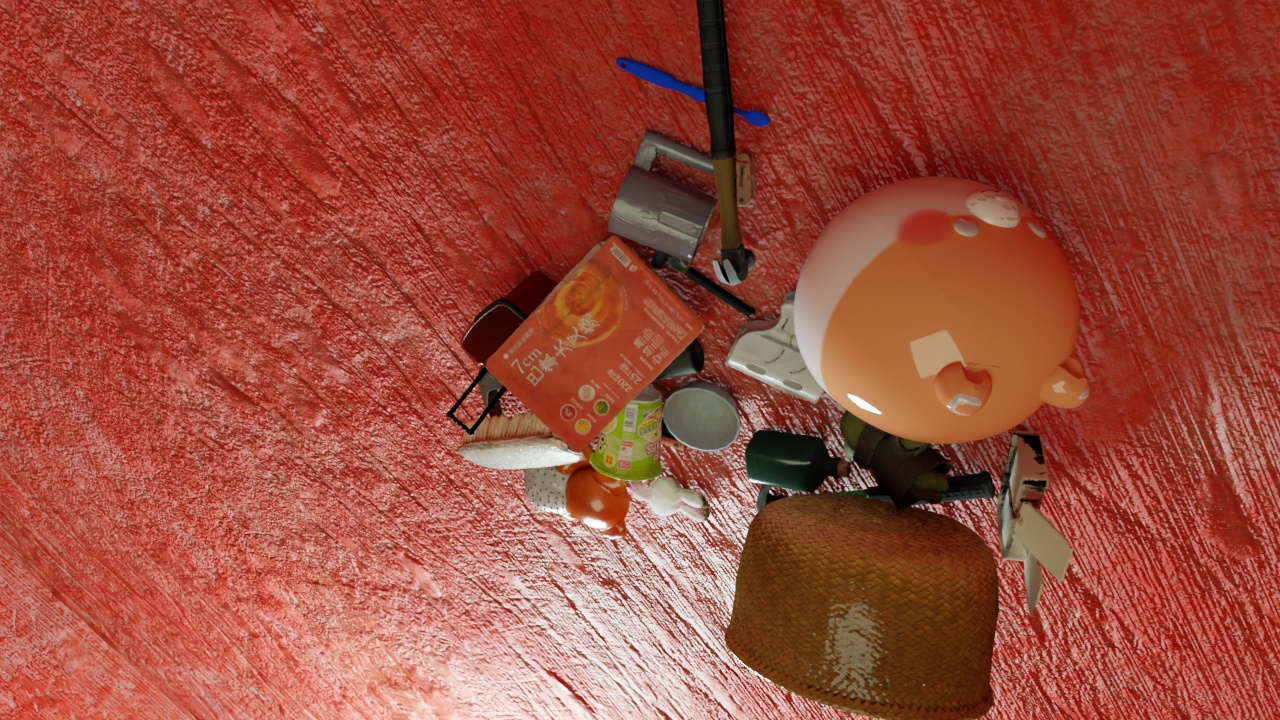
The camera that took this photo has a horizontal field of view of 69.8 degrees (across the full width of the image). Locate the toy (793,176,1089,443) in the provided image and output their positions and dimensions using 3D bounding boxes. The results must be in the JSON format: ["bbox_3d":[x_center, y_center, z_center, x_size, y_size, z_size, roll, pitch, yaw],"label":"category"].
[{"bbox_3d":[0.295,-0.046,0.903,0.262,0.280,0.266,-2,128,-21],"label":"toy"}]

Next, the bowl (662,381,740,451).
[{"bbox_3d":[0.086,0.069,1.231,0.106,0.039,0.106,11,128,15],"label":"bowl"}]

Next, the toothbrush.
[{"bbox_3d":[0.056,-0.293,0.996,0.182,0.018,0.016,25,130,8],"label":"toothbrush"}]

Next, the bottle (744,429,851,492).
[{"bbox_3d":[0.209,0.134,1.204,0.131,0.061,0.061,6,124,28],"label":"bottle"}]

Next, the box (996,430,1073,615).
[{"bbox_3d":[0.458,0.191,1.076,0.050,0.183,0.144,3,130,12],"label":"box"}]

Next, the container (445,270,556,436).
[{"bbox_3d":[-0.155,-0.006,1.171,0.148,0.200,0.127,43,129,-11],"label":"container"}]

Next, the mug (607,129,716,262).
[{"bbox_3d":[0.033,-0.186,1.050,0.104,0.083,0.124,23,103,4],"label":"mug"}]

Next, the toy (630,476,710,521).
[{"bbox_3d":[0.044,0.201,1.349,0.123,0.037,0.079,15,141,12],"label":"toy"}]

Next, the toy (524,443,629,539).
[{"bbox_3d":[-0.089,0.189,1.368,0.173,0.092,0.164,16,127,27],"label":"toy"}]

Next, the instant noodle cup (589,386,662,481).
[{"bbox_3d":[-0.012,0.092,1.224,0.099,0.098,0.108,13,108,14],"label":"instant noodle cup"}]

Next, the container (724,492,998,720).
[{"bbox_3d":[0.270,0.277,1.094,0.307,0.306,0.196,9,96,16],"label":"container"}]

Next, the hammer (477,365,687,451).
[{"bbox_3d":[-0.084,0.075,1.310,0.314,0.034,0.138,18,129,9],"label":"hammer"}]

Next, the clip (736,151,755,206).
[{"bbox_3d":[0.113,-0.200,1.023,0.024,0.041,0.061,6,131,17],"label":"clip"}]

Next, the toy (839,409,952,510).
[{"bbox_3d":[0.308,0.110,1.117,0.152,0.078,0.180,53,162,30],"label":"toy"}]

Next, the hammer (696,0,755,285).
[{"bbox_3d":[0.083,-0.238,0.947,0.025,0.117,0.333,0,111,19],"label":"hammer"}]

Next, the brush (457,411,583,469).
[{"bbox_3d":[-0.169,0.114,1.293,0.083,0.056,0.272,32,153,-31],"label":"brush"}]

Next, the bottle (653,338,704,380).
[{"bbox_3d":[-0.007,0.007,1.221,0.185,0.045,0.045,-10,120,28],"label":"bottle"}]

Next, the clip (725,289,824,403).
[{"bbox_3d":[0.176,-0.008,1.115,0.126,0.095,0.153,23,140,2],"label":"clip"}]

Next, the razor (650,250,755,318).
[{"bbox_3d":[0.080,-0.096,1.127,0.144,0.022,0.043,34,90,-9],"label":"razor"}]

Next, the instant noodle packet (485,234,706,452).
[{"bbox_3d":[-0.056,-0.018,1.111,0.164,0.220,0.084,44,171,-14],"label":"instant noodle packet"}]

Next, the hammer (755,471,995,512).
[{"bbox_3d":[0.306,0.184,1.232,0.320,0.032,0.130,-12,119,28],"label":"hammer"}]
